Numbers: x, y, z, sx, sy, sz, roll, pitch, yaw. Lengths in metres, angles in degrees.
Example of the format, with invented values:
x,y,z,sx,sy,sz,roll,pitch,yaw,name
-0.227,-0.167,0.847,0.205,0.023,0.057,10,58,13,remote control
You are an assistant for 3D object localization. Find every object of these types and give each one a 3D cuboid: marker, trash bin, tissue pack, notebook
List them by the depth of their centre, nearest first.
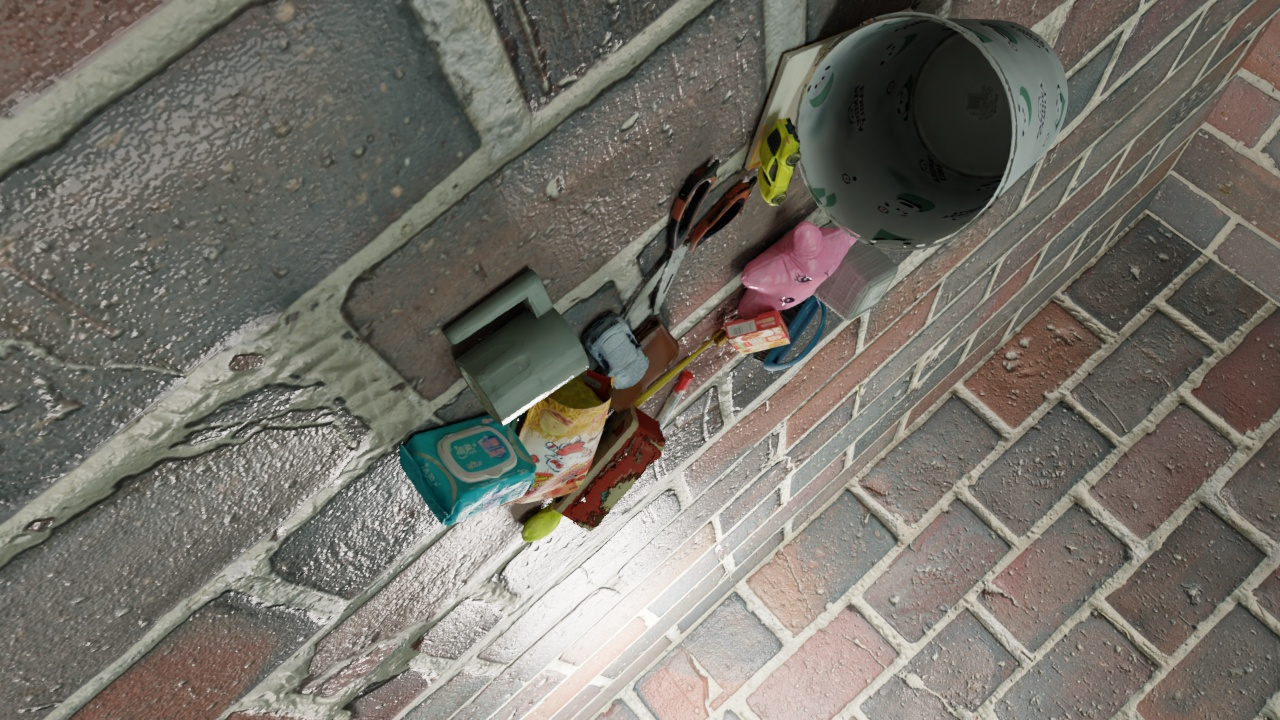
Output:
x,y,z,sx,sy,sz,roll,pitch,yaw,name
-0.180,0.111,0.959,0.133,0.093,0.050,-17,150,-49,tissue pack
0.328,-0.259,0.984,0.251,0.229,0.230,-28,153,-45,trash bin
0.204,-0.296,0.998,0.205,0.010,0.146,-29,154,-32,notebook
0.041,0.071,1.360,0.017,0.017,0.146,-20,148,-45,marker

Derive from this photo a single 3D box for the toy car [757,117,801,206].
x,y,z,sx,sy,sz,roll,pitch,yaw,name
0.142,-0.209,0.976,0.032,0.048,0.105,-8,148,-11,toy car

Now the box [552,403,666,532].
x,y,z,sx,sy,sz,roll,pitch,yaw,name
-0.038,0.146,1.230,0.168,0.078,0.091,-50,-160,13,box

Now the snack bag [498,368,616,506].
x,y,z,sx,sy,sz,roll,pitch,yaw,name
-0.098,0.098,1.085,0.128,0.073,0.208,-13,141,-33,snack bag

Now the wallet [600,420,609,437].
x,y,z,sx,sy,sz,roll,pitch,yaw,name
-0.099,0.117,1.186,0.115,0.033,0.090,-47,158,15,wallet

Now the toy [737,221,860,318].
x,y,z,sx,sy,sz,roll,pitch,yaw,name
0.191,-0.115,1.211,0.178,0.074,0.195,-11,152,-35,toy

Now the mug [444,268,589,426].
x,y,z,sx,sy,sz,roll,pitch,yaw,name
-0.121,-0.012,0.879,0.103,0.084,0.124,-36,130,-15,mug

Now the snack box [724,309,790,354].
x,y,z,sx,sy,sz,roll,pitch,yaw,name
0.168,-0.038,1.300,0.075,0.025,0.153,-13,170,12,snack box

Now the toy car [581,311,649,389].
x,y,z,sx,sy,sz,roll,pitch,yaw,name
-0.026,-0.007,1.061,0.054,0.037,0.121,-40,143,-7,toy car

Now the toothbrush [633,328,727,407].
x,y,z,sx,sy,sz,roll,pitch,yaw,name
0.050,0.018,1.280,0.190,0.016,0.016,-39,156,-13,toothbrush

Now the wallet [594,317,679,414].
x,y,z,sx,sy,sz,roll,pitch,yaw,name
-0.007,0.007,1.150,0.124,0.032,0.101,-46,155,2,wallet

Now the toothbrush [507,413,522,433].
x,y,z,sx,sy,sz,roll,pitch,yaw,name
-0.140,0.066,1.042,0.016,0.018,0.192,-7,140,-33,toothbrush

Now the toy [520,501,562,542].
x,y,z,sx,sy,sz,roll,pitch,yaw,name
-0.131,0.226,1.323,0.100,0.031,0.096,-48,159,9,toy

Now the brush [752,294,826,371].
x,y,z,sx,sy,sz,roll,pitch,yaw,name
0.236,-0.043,1.399,0.144,0.073,0.055,-53,155,0,brush

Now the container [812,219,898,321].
x,y,z,sx,sy,sz,roll,pitch,yaw,name
0.291,-0.127,1.303,0.090,0.114,0.090,-28,152,-32,container

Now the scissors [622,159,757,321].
x,y,z,sx,sy,sz,roll,pitch,yaw,name
0.051,-0.133,1.019,0.226,0.015,0.189,-42,158,-6,scissors
